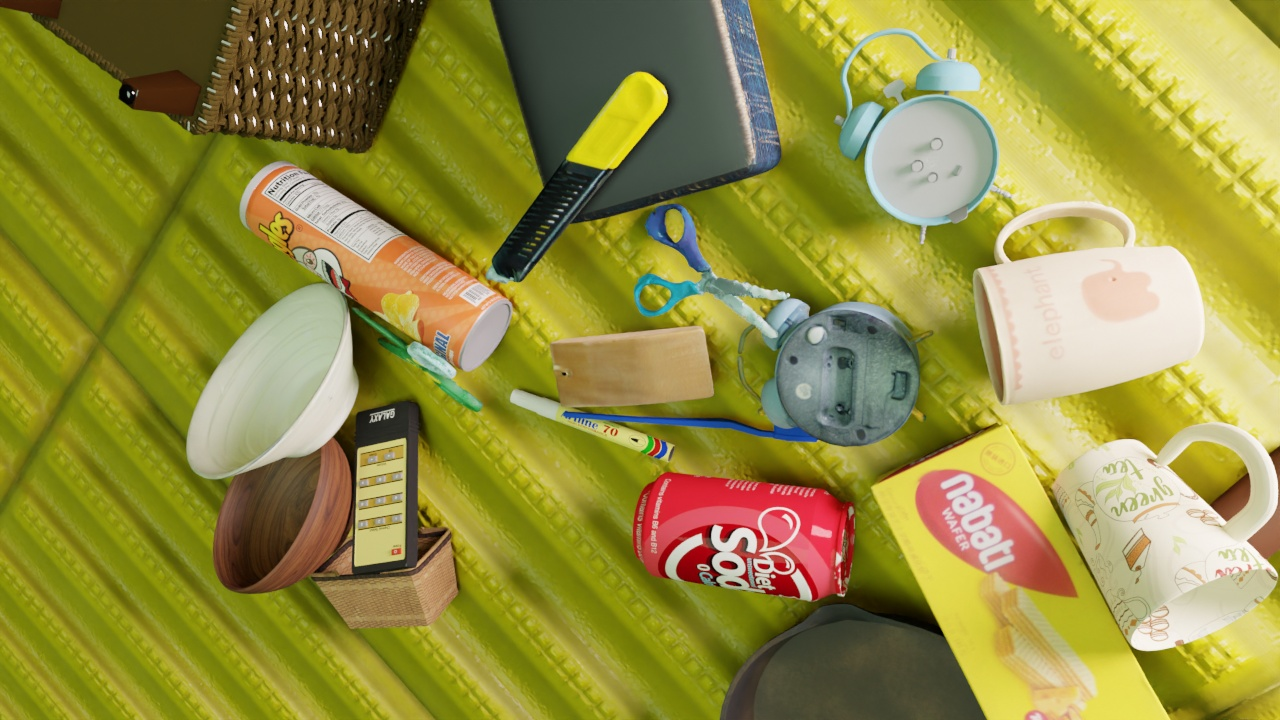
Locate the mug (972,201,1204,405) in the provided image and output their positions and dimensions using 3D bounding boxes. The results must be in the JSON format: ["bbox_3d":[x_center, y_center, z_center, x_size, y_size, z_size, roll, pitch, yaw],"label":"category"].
[{"bbox_3d":[0.247,-0.037,0.520,0.104,0.085,0.111,-10,72,15],"label":"mug"}]

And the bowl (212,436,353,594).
[{"bbox_3d":[-0.284,0.128,0.769,0.148,0.069,0.147,-22,53,32],"label":"bowl"}]

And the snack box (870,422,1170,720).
[{"bbox_3d":[0.228,0.146,0.562,0.092,0.042,0.200,-28,80,15],"label":"snack box"}]

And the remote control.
[{"bbox_3d":[-0.204,0.102,0.736,0.058,0.013,0.133,-14,69,24],"label":"remote control"}]

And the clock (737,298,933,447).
[{"bbox_3d":[0.122,0.005,0.592,0.125,0.051,0.089,5,108,21],"label":"clock"}]

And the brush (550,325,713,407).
[{"bbox_3d":[-0.004,0.004,0.649,0.117,0.039,0.049,-5,102,24],"label":"brush"}]

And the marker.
[{"bbox_3d":[-0.038,0.048,0.689,0.132,0.014,0.014,19,111,16],"label":"marker"}]

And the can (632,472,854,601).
[{"bbox_3d":[0.071,0.120,0.632,0.143,0.074,0.074,4,106,21],"label":"can"}]

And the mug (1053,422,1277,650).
[{"bbox_3d":[0.294,0.085,0.507,0.081,0.097,0.122,4,133,-23],"label":"mug"}]

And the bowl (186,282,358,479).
[{"bbox_3d":[-0.276,0.026,0.730,0.177,0.176,0.058,-22,136,26],"label":"bowl"}]

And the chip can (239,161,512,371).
[{"bbox_3d":[-0.200,-0.073,0.692,0.210,0.062,0.062,32,114,11],"label":"chip can"}]

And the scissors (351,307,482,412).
[{"bbox_3d":[-0.172,-0.004,0.696,0.128,0.120,0.012,37,73,-2],"label":"scissors"}]

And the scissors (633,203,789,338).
[{"bbox_3d":[0.047,-0.062,0.602,0.135,0.015,0.086,17,105,41],"label":"scissors"}]

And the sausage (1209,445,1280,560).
[{"bbox_3d":[0.343,0.107,0.540,0.040,0.040,0.156,39,115,7],"label":"sausage"}]

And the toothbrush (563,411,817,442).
[{"bbox_3d":[0.032,0.043,0.654,0.187,0.016,0.011,4,99,18],"label":"toothbrush"}]

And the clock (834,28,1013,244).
[{"bbox_3d":[0.162,-0.136,0.540,0.088,0.041,0.123,-28,95,26],"label":"clock"}]

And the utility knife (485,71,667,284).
[{"bbox_3d":[-0.044,-0.105,0.564,0.029,0.020,0.171,46,116,4],"label":"utility knife"}]

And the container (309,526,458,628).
[{"bbox_3d":[-0.210,0.185,0.774,0.114,0.063,0.061,-9,109,24],"label":"container"}]

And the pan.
[{"bbox_3d":[0.230,0.264,0.626,0.357,0.043,0.249,-13,99,23],"label":"pan"}]

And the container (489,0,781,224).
[{"bbox_3d":[-0.006,-0.192,0.575,0.145,0.071,0.187,-11,100,24],"label":"container"}]

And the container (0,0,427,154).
[{"bbox_3d":[-0.241,-0.304,0.563,0.176,0.204,0.322,35,115,9],"label":"container"}]
